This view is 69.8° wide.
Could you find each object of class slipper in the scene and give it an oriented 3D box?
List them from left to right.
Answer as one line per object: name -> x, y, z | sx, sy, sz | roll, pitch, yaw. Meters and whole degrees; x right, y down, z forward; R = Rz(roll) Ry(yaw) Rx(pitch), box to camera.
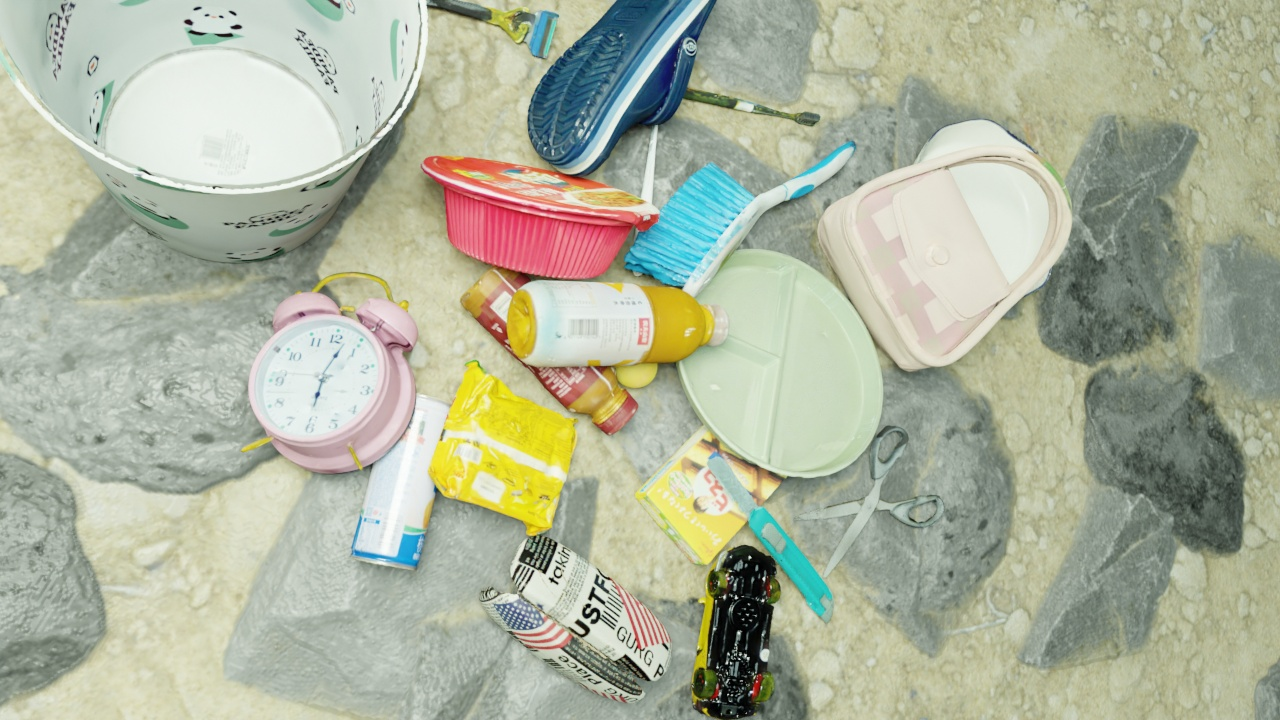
slipper -> -0.008, -0.264, 0.842 | 0.095, 0.105, 0.252 | 45, 72, -39

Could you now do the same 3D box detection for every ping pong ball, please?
ping pong ball -> -0.005, 0.005, 0.824 | 0.040, 0.040, 0.040 | 4, 80, -22

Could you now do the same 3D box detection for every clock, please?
clock -> -0.231, 0.004, 0.697 | 0.117, 0.060, 0.158 | 6, 67, 6

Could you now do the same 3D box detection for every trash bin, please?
trash bin -> -0.280, -0.184, 0.623 | 0.229, 0.252, 0.229 | 4, 80, -22

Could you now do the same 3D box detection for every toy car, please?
toy car -> 0.086, 0.243, 0.823 | 0.071, 0.041, 0.155 | 11, 81, -21

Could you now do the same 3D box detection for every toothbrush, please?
toothbrush -> 0.006, -0.167, 0.872 | 0.016, 0.016, 0.180 | 10, 80, -24
toothbrush -> 0.100, -0.259, 0.923 | 0.185, 0.017, 0.012 | 5, 91, -22

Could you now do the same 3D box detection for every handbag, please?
handbag -> 0.315, -0.117, 0.911 | 0.234, 0.093, 0.193 | -29, 95, -2

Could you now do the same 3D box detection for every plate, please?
plate -> 0.130, 0.002, 0.865 | 0.230, 0.028, 0.229 | 11, 65, -23
plate -> 0.371, -0.160, 1.007 | 0.204, 0.046, 0.204 | 4, 79, -23

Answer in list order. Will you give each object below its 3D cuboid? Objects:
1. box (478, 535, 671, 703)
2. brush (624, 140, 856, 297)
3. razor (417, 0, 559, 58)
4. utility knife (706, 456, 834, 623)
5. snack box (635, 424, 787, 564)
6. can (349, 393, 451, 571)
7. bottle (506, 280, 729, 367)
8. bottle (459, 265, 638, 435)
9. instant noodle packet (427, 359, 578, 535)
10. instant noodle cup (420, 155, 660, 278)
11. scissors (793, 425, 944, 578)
box -> -0.057, 0.222, 0.757 | 0.162, 0.088, 0.076 | 40, 29, -16
brush -> 0.106, -0.157, 0.885 | 0.109, 0.061, 0.313 | 33, 52, 8
razor -> -0.148, -0.313, 0.828 | 0.142, 0.022, 0.043 | 10, 122, -18
utility knife -> 0.124, 0.166, 0.841 | 0.029, 0.013, 0.222 | -49, 115, -23
snack box -> 0.072, 0.108, 0.845 | 0.140, 0.034, 0.087 | -42, 98, -21
can -> -0.187, 0.095, 0.726 | 0.053, 0.053, 0.134 | 16, 75, -20
bottle -> -0.013, -0.029, 0.753 | 0.189, 0.068, 0.068 | -1, 82, -31
bottle -> -0.075, -0.009, 0.788 | 0.175, 0.058, 0.057 | 46, 68, -10
instant noodle packet -> -0.110, 0.074, 0.746 | 0.128, 0.044, 0.110 | 35, 62, -44
instant noodle cup -> -0.086, -0.115, 0.753 | 0.193, 0.194, 0.066 | 6, 108, -22
scissors -> 0.233, 0.144, 0.919 | 0.159, 0.014, 0.180 | 26, 75, -15
